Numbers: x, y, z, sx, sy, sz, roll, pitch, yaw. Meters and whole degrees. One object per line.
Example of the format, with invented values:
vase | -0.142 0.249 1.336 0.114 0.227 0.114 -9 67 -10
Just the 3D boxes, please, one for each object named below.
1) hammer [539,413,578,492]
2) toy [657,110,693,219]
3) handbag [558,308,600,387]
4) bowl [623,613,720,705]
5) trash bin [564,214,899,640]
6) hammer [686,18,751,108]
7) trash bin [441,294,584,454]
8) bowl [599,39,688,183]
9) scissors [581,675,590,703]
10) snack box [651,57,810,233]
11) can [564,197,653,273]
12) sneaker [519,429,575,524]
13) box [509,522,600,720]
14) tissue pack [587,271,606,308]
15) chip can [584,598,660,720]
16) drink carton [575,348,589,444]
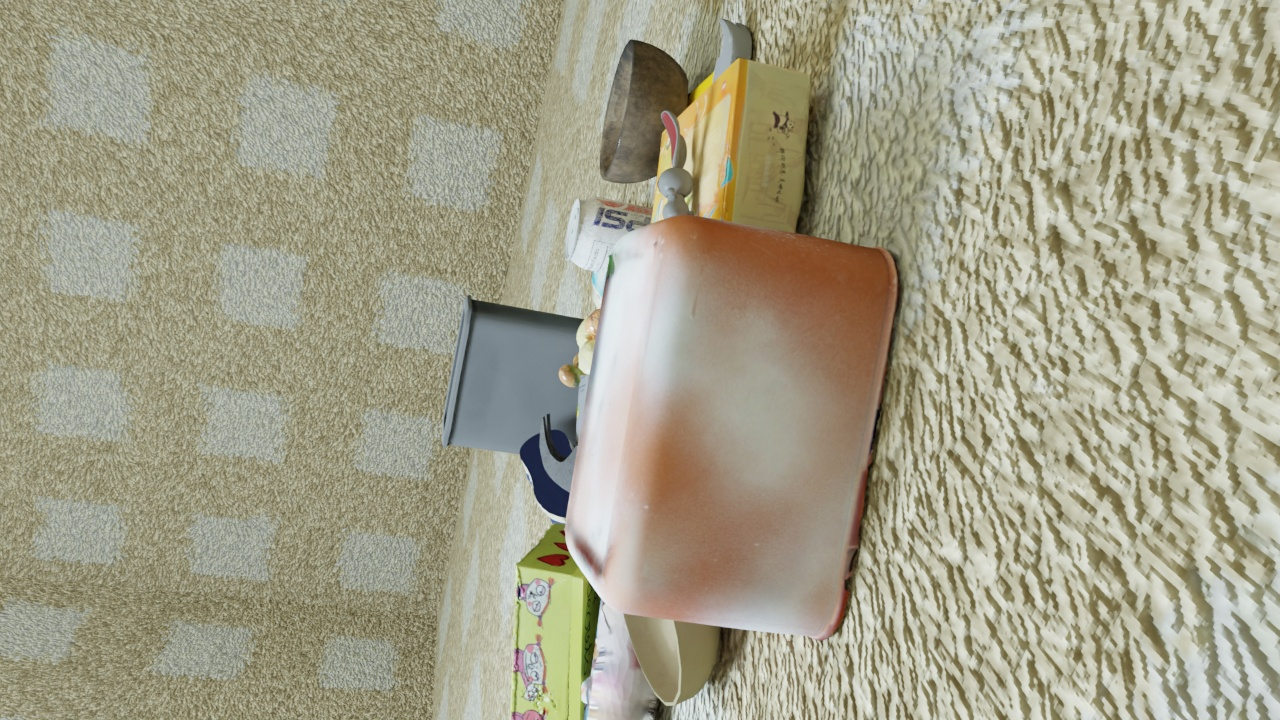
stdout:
hammer | -0.005 0.006 0.936 0.301 0.111 0.028 -60 -4 12
toy | 0.028 -0.143 0.744 0.049 0.030 0.111 43 -132 -75
handbag | -0.015 0.012 0.840 0.113 0.117 0.187 -89 19 -52
bowl | 0.027 0.204 0.766 0.152 0.050 0.152 169 90 -72
trash bin | 0.049 0.037 0.628 0.182 0.157 0.259 -165 86 -75
hammer | 0.061 -0.295 1.055 0.324 0.029 0.127 -171 90 -77
trash bin | -0.139 0.030 1.222 0.097 0.219 0.192 -124 45 -70
bowl | 0.005 -0.284 1.070 0.162 0.070 0.162 -172 91 -77
scissors | -0.032 0.302 0.933 0.129 0.011 0.125 -31 -49 -63
snack box | 0.076 -0.148 0.790 0.195 0.080 0.145 168 109 -73
can | -0.008 -0.128 0.987 0.078 0.136 0.078 -171 91 -76
sneaker | -0.072 0.179 1.098 0.233 0.091 0.118 32 147 60
box | -0.077 0.291 0.950 0.124 0.082 0.221 -37 -46 -72
tissue pack | -0.017 -0.108 1.161 0.209 0.066 0.117 -122 43 -66
chip can | -0.006 0.246 0.870 0.080 0.079 0.229 162 116 -74
drink carton | -0.043 0.044 1.147 0.048 0.076 0.124 157 117 -73
